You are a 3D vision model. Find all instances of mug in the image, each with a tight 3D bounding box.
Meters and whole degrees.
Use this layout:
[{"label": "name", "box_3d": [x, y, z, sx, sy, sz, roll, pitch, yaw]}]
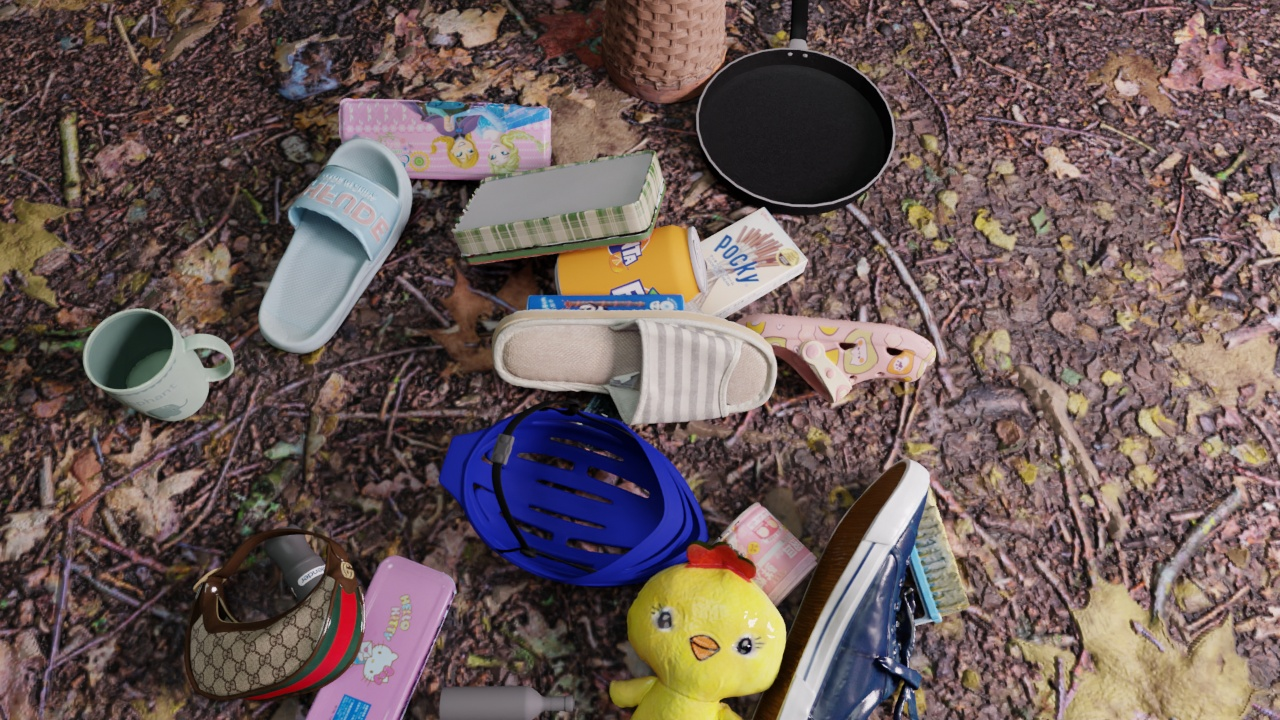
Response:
[{"label": "mug", "box_3d": [-0.447, 0.007, 0.874, 0.111, 0.104, 0.084, -16, 66, -8]}]

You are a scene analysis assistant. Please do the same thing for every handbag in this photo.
[{"label": "handbag", "box_3d": [-0.317, 0.216, 0.786, 0.167, 0.063, 0.138, -19, 62, 16]}]

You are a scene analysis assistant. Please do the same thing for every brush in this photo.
[{"label": "brush", "box_3d": [0.245, 0.172, 0.844, 0.075, 0.055, 0.135, -18, 65, 14]}]

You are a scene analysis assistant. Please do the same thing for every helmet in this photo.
[{"label": "helmet", "box_3d": [-0.052, 0.110, 0.768, 0.241, 0.228, 0.147, 15, 74, 2]}]

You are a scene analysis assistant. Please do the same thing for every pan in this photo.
[{"label": "pan", "box_3d": [0.183, -0.322, 1.080, 0.225, 0.034, 0.355, 6, 65, 1]}]

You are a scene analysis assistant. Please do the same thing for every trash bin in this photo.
[{"label": "trash bin", "box_3d": [0.031, -0.415, 1.023, 0.151, 0.210, 0.151, 1, 65, -2]}]

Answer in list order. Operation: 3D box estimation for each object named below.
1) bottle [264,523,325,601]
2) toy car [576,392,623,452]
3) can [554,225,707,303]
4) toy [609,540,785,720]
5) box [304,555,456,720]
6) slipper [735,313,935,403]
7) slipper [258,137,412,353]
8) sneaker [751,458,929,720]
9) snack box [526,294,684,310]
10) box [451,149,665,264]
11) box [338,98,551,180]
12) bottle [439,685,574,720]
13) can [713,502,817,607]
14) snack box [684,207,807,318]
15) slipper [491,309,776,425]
[{"label": "bottle", "box_3d": [-0.297, 0.197, 0.826, 0.036, 0.036, 0.110, -37, 71, -17]}, {"label": "toy car", "box_3d": [-0.034, 0.054, 0.903, 0.039, 0.027, 0.089, 27, 51, 9]}, {"label": "can", "box_3d": [-0.010, -0.087, 0.923, 0.143, 0.079, 0.079, -11, 65, 13]}, {"label": "toy", "box_3d": [0.047, 0.256, 0.776, 0.134, 0.092, 0.207, 17, 80, 11]}, {"label": "box", "box_3d": [-0.232, 0.277, 0.794, 0.076, 0.036, 0.213, 20, 66, 4]}, {"label": "slipper", "box_3d": [0.187, 0.002, 0.910, 0.197, 0.093, 0.081, 9, 85, 5]}, {"label": "slipper", "box_3d": [-0.317, -0.123, 0.944, 0.104, 0.074, 0.245, 21, 74, 4]}, {"label": "sneaker", "box_3d": [0.203, 0.231, 0.776, 0.127, 0.121, 0.294, 25, 80, 0]}, {"label": "snack box", "box_3d": [-0.034, -0.026, 0.906, 0.151, 0.087, 0.034, 0, 53, -1]}, {"label": "box", "box_3d": [-0.082, -0.154, 0.935, 0.206, 0.050, 0.117, -7, 39, 17]}, {"label": "box", "box_3d": [-0.214, -0.247, 1.034, 0.230, 0.077, 0.085, 1, 102, -1]}, {"label": "bottle", "box_3d": [-0.113, 0.296, 0.789, 0.113, 0.030, 0.030, 0, 65, -1]}, {"label": "can", "box_3d": [0.111, 0.177, 0.828, 0.067, 0.067, 0.076, -40, 71, -18]}, {"label": "snack box", "box_3d": [0.094, -0.096, 0.977, 0.150, 0.026, 0.082, -31, 68, -14]}, {"label": "slipper", "box_3d": [-0.005, 0.005, 0.865, 0.272, 0.115, 0.054, 8, 30, -5]}]
